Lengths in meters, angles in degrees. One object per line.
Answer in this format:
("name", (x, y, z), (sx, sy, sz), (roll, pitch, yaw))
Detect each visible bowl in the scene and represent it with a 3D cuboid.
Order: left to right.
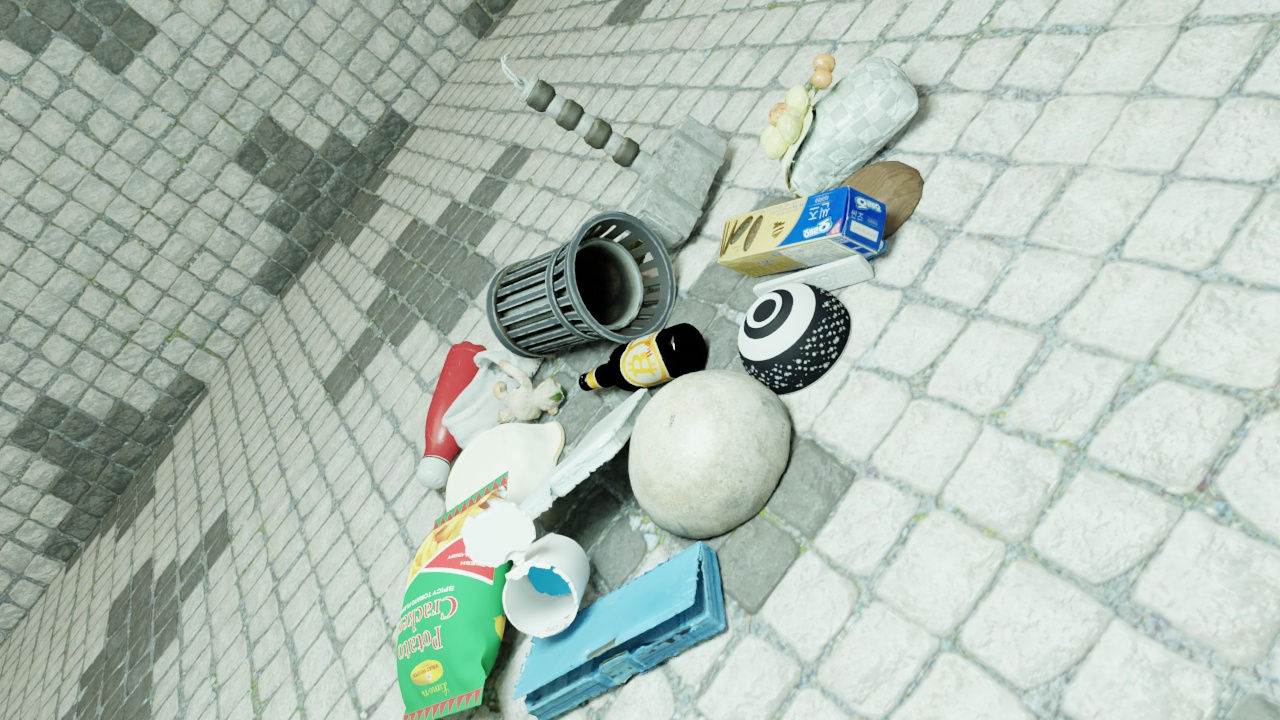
("bowl", (-0.193, 0.150, 1.187), (0.219, 0.060, 0.188), (-45, 32, 9))
("bowl", (0.050, 0.078, 0.896), (0.179, 0.081, 0.178), (-21, 54, 30))
("bowl", (0.145, -0.033, 0.934), (0.120, 0.066, 0.120), (-33, 35, 27))
("bowl", (0.244, -0.174, 0.990), (0.118, 0.030, 0.117), (-33, 35, 27))

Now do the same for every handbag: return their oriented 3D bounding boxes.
("handbag", (0.220, -0.279, 1.042), (0.172, 0.123, 0.112), (-40, 26, 28))

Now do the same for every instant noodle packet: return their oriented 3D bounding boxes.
("instant noodle packet", (-0.210, 0.271, 1.035), (0.196, 0.090, 0.252), (-35, 42, 44))

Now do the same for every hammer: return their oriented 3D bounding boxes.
("hammer", (-0.049, -0.294, 1.215), (0.080, 0.326, 0.176), (-31, 32, 60))

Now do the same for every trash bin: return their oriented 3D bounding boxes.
("trash bin", (-0.091, -0.086, 1.212), (0.228, 0.164, 0.164), (-13, 47, 51))

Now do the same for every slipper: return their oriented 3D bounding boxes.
("slipper", (-0.208, 0.018, 1.331), (0.112, 0.074, 0.246), (2, 48, 35))

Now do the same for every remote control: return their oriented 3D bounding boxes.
("remote control", (0.180, -0.084, 0.967), (0.131, 0.033, 0.012), (-15, 48, 40))

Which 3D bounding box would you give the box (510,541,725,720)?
("box", (-0.026, 0.255, 0.868), (0.232, 0.052, 0.093), (-35, 34, 25))

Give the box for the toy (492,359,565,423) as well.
("toy", (-0.147, 0.042, 1.230), (0.106, 0.085, 0.074), (-2, 22, 28))

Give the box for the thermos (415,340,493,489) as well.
("thermos", (-0.278, 0.082, 1.355), (0.073, 0.073, 0.239), (-24, 41, 37))

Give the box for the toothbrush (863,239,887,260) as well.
("toothbrush", (0.189, -0.090, 0.988), (0.167, 0.014, 0.016), (-27, 38, 35))

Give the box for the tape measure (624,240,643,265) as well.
("tape measure", (-0.029, -0.141, 1.302), (0.064, 0.037, 0.065), (-8, 51, 48))

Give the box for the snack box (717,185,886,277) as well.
("snack box", (0.168, -0.136, 0.991), (0.207, 0.056, 0.057), (-5, 69, 58))

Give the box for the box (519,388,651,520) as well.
("box", (-0.072, 0.113, 1.014), (0.189, 0.037, 0.208), (-37, 3, 19))

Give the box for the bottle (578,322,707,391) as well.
("bottle", (-0.007, 0.006, 1.096), (0.182, 0.059, 0.059), (-19, 43, 42))

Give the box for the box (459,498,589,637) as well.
("box", (-0.112, 0.193, 0.917), (0.080, 0.150, 0.106), (-27, 6, 6))
